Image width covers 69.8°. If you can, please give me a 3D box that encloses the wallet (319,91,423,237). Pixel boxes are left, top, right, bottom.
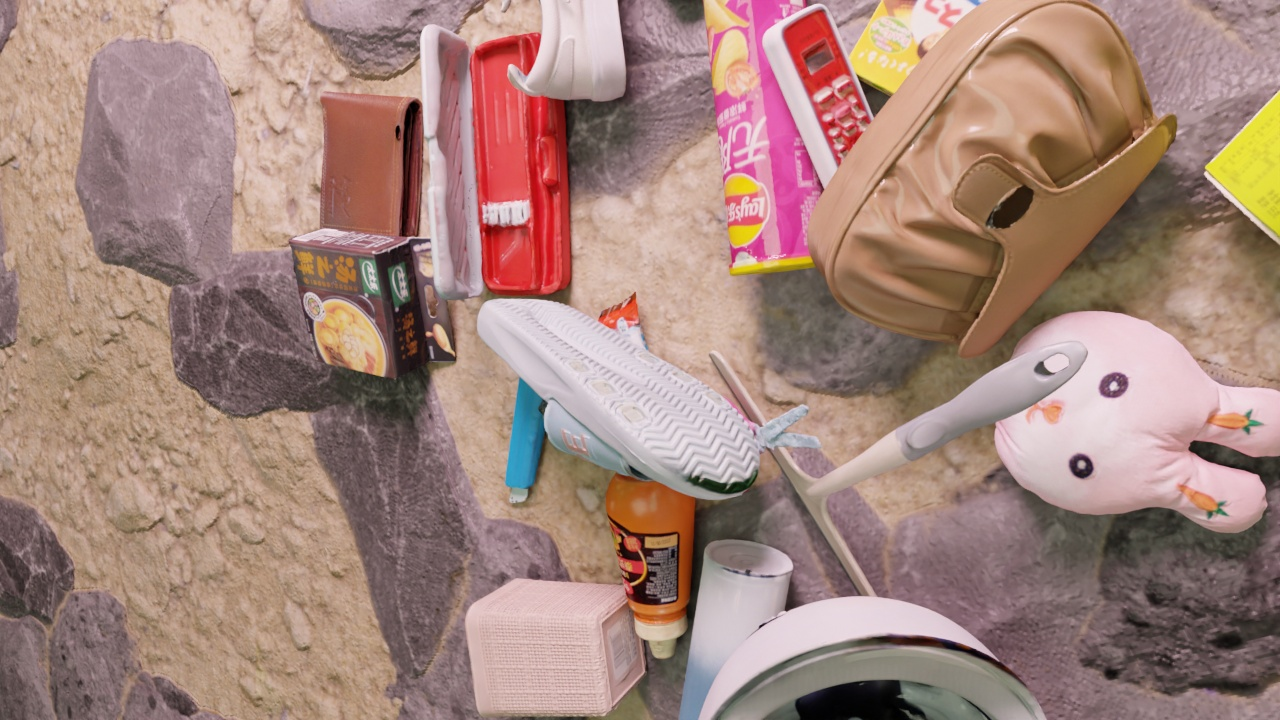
[{"bbox_3d":[-0.237,-0.167,0.792,0.101,0.032,0.124,9,100,28],"label":"wallet"}]

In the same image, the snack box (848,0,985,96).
[{"bbox_3d":[0.201,-0.223,0.566,0.087,0.033,0.141,36,112,19],"label":"snack box"}]

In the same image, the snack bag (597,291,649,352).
[{"bbox_3d":[-0.004,0.004,0.696,0.048,0.026,0.104,-23,86,47],"label":"snack bag"}]

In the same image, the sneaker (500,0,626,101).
[{"bbox_3d":[-0.065,-0.305,0.644,0.090,0.089,0.242,-5,101,-7],"label":"sneaker"}]

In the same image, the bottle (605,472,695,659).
[{"bbox_3d":[0.012,0.154,0.690,0.067,0.066,0.149,1,103,26],"label":"bottle"}]

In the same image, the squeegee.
[{"bbox_3d":[0.159,0.052,0.556,0.246,0.039,0.247,59,141,9],"label":"squeegee"}]

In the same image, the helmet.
[{"bbox_3d":[0.136,0.249,0.576,0.229,0.145,0.259,-8,105,4],"label":"helmet"}]

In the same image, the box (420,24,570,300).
[{"bbox_3d":[-0.117,-0.147,0.695,0.095,0.101,0.201,1,97,27],"label":"box"}]

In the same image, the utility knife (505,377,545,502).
[{"bbox_3d":[-0.090,0.046,0.750,0.034,0.018,0.159,19,106,28],"label":"utility knife"}]

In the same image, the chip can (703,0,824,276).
[{"bbox_3d":[0.083,-0.165,0.610,0.071,0.071,0.210,-5,93,27],"label":"chip can"}]

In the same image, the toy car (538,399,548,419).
[{"bbox_3d":[-0.037,0.051,0.712,0.091,0.043,0.034,24,72,27],"label":"toy car"}]

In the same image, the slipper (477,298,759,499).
[{"bbox_3d":[-0.029,0.029,0.642,0.245,0.103,0.074,34,117,32],"label":"slipper"}]

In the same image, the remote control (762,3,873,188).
[{"bbox_3d":[0.123,-0.153,0.579,0.020,0.055,0.136,-4,117,55],"label":"remote control"}]

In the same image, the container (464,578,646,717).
[{"bbox_3d":[-0.062,0.224,0.719,0.111,0.089,0.090,-6,93,23],"label":"container"}]

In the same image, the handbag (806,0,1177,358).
[{"bbox_3d":[0.200,-0.099,0.527,0.147,0.099,0.205,29,112,-17],"label":"handbag"}]

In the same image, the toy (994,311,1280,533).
[{"bbox_3d":[0.293,0.038,0.541,0.159,0.054,0.121,17,104,16],"label":"toy"}]

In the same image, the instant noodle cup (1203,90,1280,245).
[{"bbox_3d":[0.365,-0.112,0.461,0.111,0.111,0.124,49,122,14],"label":"instant noodle cup"}]

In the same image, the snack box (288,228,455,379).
[{"bbox_3d":[-0.227,-0.050,0.777,0.126,0.053,0.113,10,117,30],"label":"snack box"}]

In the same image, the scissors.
[{"bbox_3d":[0.085,0.062,0.626,0.138,0.017,0.083,1,102,64],"label":"scissors"}]

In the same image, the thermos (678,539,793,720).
[{"bbox_3d":[0.060,0.243,0.670,0.070,0.070,0.220,14,101,25],"label":"thermos"}]
